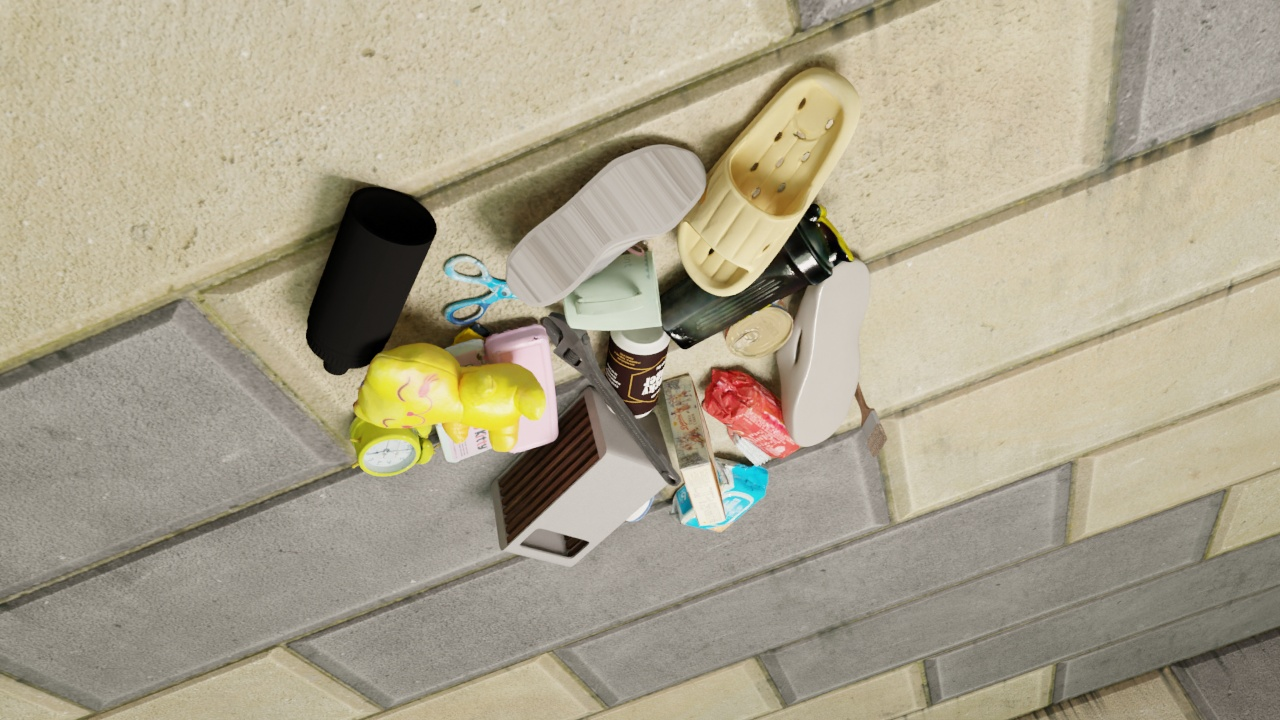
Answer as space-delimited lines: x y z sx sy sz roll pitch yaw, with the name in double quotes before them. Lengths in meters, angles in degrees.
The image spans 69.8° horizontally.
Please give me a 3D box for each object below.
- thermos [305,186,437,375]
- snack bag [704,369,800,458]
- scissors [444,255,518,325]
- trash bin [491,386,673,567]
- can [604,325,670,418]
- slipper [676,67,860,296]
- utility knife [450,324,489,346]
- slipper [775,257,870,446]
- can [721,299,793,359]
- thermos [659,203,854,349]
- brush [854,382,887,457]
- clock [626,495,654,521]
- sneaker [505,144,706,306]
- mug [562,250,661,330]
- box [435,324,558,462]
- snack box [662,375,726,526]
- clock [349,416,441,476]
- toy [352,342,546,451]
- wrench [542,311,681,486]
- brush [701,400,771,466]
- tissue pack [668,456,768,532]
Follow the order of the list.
"thermos" -0.282 -0.071 0.936 0.086 0.086 0.199 12 131 -29
"snack bag" 0.158 0.074 1.239 0.082 0.082 0.176 -37 135 20
"scissors" -0.162 -0.071 1.034 0.139 0.013 0.118 10 131 -29
"trash bin" -0.082 0.161 1.228 0.114 0.114 0.229 24 124 -36
"can" -0.007 0.007 1.120 0.072 0.071 0.129 -5 137 -14
"slipper" 0.118 -0.178 0.932 0.262 0.111 0.079 -54 170 25
"utility knife" -0.237 0.008 1.087 0.159 0.017 0.030 -42 128 21
"slipper" 0.223 -0.019 1.178 0.112 0.080 0.266 -19 127 -29
"can" 0.141 -0.046 1.134 0.086 0.043 0.086 -9 137 -9
"thermos" 0.123 -0.097 1.043 0.221 0.098 0.098 -31 137 22
"brush" 0.294 0.056 1.217 0.008 0.143 0.045 -5 145 -12
"clock" -0.011 0.169 1.282 0.052 0.088 0.126 22 126 -28
"sneaker" -0.041 -0.140 0.956 0.236 0.089 0.099 -35 100 -7
"mug" -0.032 -0.070 1.005 0.104 0.111 0.084 -7 106 3
"box" -0.177 0.047 1.116 0.152 0.037 0.202 -17 139 -15
"snack box" 0.072 0.120 1.211 0.041 0.146 0.143 -14 139 5
"clock" -0.300 0.096 1.133 0.119 0.057 0.083 -10 136 -19
"toy" -0.206 0.030 1.003 0.193 0.087 0.135 10 146 -22
"wrench" -0.030 0.051 1.106 0.073 0.018 0.273 -10 121 52
"brush" 0.138 0.102 1.301 0.041 0.030 0.172 -31 136 15
"tissue pack" 0.119 0.202 1.378 0.092 0.061 0.145 19 127 -33
